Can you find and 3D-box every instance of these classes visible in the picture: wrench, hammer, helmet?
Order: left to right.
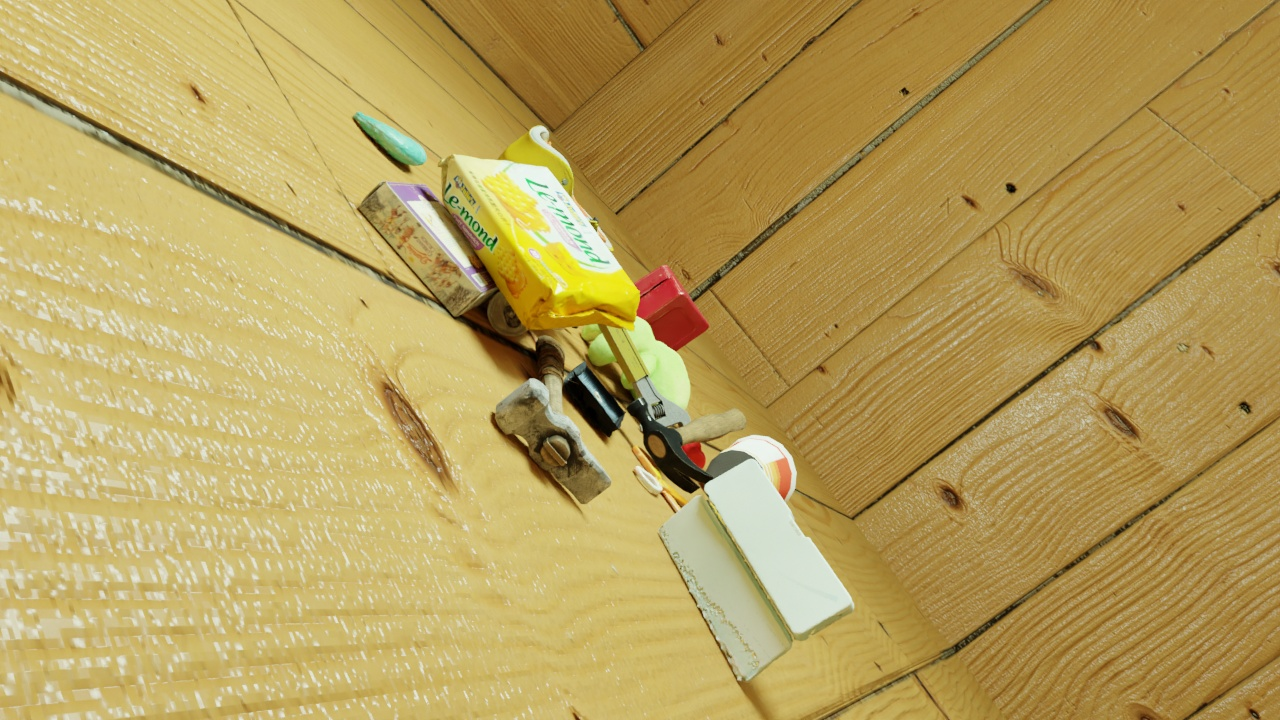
[{"bbox_3d":[-0.156,-0.241,1.471,0.240,0.139,0.209,59,1,-39],"label":"helmet"},{"bbox_3d":[-0.091,0.035,0.948,0.121,0.049,0.318,50,6,-18],"label":"hammer"},{"bbox_3d":[-0.007,0.007,1.280,0.018,0.083,0.273,-15,-74,52],"label":"wrench"},{"bbox_3d":[0.088,0.102,1.278,0.132,0.040,0.304,57,23,12],"label":"hammer"}]

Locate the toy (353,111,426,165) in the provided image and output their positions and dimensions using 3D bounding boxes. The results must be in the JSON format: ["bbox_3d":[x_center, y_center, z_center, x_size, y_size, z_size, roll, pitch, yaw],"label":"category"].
[{"bbox_3d":[-0.314,-0.279,1.177,0.085,0.033,0.105,41,7,12],"label":"toy"}]

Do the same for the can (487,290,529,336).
[{"bbox_3d":[-0.137,-0.062,1.069,0.054,0.054,0.135,50,9,-3],"label":"can"}]

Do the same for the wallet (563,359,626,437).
[{"bbox_3d":[-0.055,0.046,1.114,0.089,0.026,0.115,51,7,-3],"label":"wallet"}]

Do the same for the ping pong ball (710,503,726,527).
[{"bbox_3d":[0.093,0.202,1.166,0.040,0.040,0.040,49,9,-11],"label":"ping pong ball"}]

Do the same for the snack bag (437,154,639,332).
[{"bbox_3d":[-0.114,-0.125,1.010,0.159,0.068,0.247,-3,52,-54],"label":"snack bag"}]

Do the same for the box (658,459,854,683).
[{"bbox_3d":[0.108,0.203,0.919,0.041,0.134,0.197,56,2,-47],"label":"box"}]

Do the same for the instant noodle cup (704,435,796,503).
[{"bbox_3d":[0.160,0.178,1.382,0.123,0.124,0.121,53,17,16],"label":"instant noodle cup"}]

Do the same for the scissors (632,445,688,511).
[{"bbox_3d":[0.024,0.153,1.122,0.125,0.011,0.128,52,10,19],"label":"scissors"}]

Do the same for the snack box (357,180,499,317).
[{"bbox_3d":[-0.214,-0.121,0.974,0.148,0.040,0.143,49,9,-5],"label":"snack box"}]

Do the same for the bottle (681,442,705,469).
[{"bbox_3d":[0.073,0.129,1.384,0.036,0.036,0.119,48,9,-17],"label":"bottle"}]

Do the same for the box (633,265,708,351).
[{"bbox_3d":[0.014,-0.064,1.492,0.129,0.158,0.092,44,17,-54],"label":"box"}]

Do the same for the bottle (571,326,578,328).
[{"bbox_3d":[-0.117,-0.068,1.291,0.025,0.025,0.106,56,11,34],"label":"bottle"}]

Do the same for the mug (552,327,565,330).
[{"bbox_3d":[-0.102,-0.094,1.198,0.091,0.089,0.121,39,-32,10],"label":"mug"}]

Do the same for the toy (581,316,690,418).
[{"bbox_3d":[0.008,0.009,1.369,0.197,0.107,0.150,36,14,-22],"label":"toy"}]
